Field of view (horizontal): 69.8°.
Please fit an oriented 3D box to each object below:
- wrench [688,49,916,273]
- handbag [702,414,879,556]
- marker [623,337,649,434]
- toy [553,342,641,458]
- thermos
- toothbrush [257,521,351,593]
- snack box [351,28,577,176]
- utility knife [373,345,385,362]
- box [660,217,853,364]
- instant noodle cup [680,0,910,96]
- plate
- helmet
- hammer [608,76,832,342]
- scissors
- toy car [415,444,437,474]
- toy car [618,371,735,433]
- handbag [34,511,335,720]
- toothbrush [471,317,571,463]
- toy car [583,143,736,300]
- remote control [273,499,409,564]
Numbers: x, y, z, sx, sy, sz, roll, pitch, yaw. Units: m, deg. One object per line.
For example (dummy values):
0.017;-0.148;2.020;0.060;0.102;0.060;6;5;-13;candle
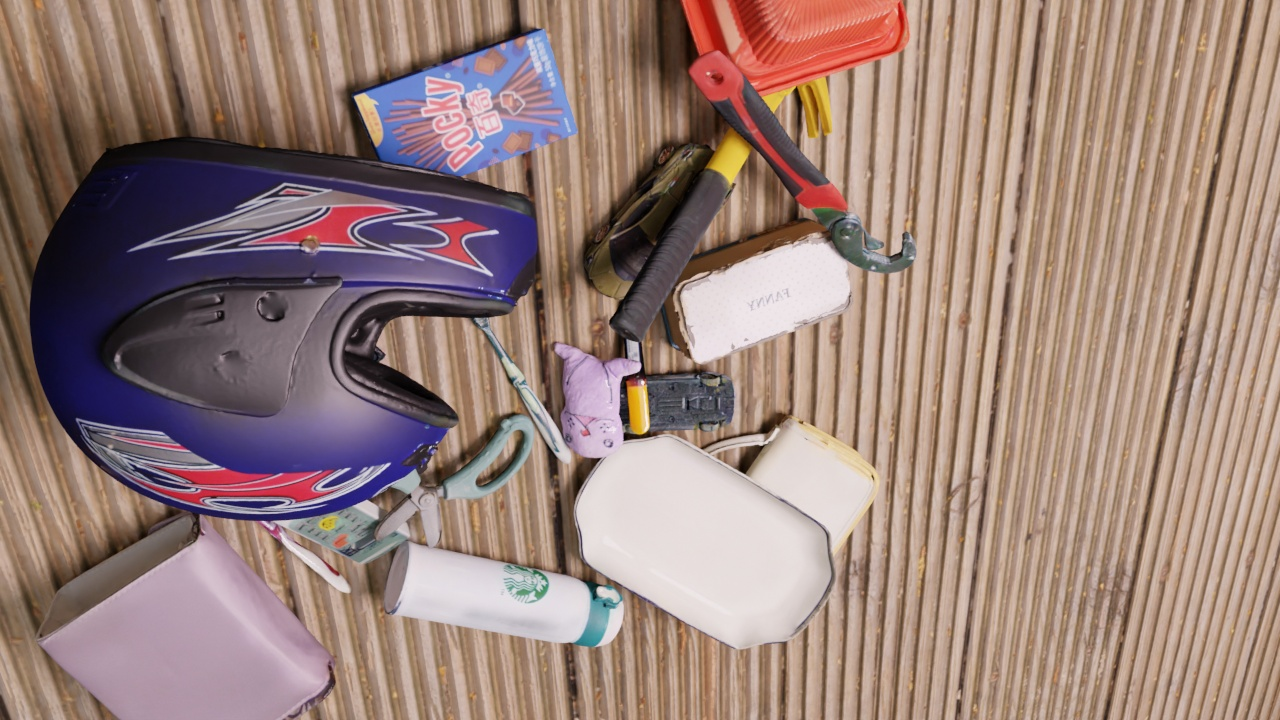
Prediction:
0.135;-0.152;0.751;0.056;0.016;0.273;-29;128;36;wrench
0.128;0.132;0.933;0.178;0.063;0.163;32;98;-12;handbag
-0.005;0.005;0.833;0.018;0.015;0.124;-5;92;7;marker
-0.041;0.040;0.834;0.084;0.038;0.108;11;111;19;toy
-0.123;0.225;0.871;0.224;0.073;0.073;18;104;-25;thermos
-0.317;0.145;0.803;0.017;0.016;0.187;-43;118;-10;toothbrush
-0.136;-0.194;0.722;0.157;0.026;0.084;-23;117;-9;snack box
-0.311;0.018;0.753;0.203;0.015;0.033;-16;112;-12;utility knife
0.099;-0.062;0.838;0.184;0.061;0.090;-17;114;-10;box
0.121;-0.303;0.710;0.188;0.079;0.164;-22;95;-12;instant noodle cup
0.062;0.174;0.894;0.265;0.034;0.162;31;103;-7;plate
-0.234;-0.011;0.632;0.315;0.247;0.240;4;92;-12;helmet
0.063;-0.148;0.759;0.128;0.033;0.300;36;78;-26;hammer
-0.177;0.077;0.791;0.170;0.019;0.178;-39;130;-17;scissors
-0.251;0.071;0.779;0.155;0.041;0.071;1;111;-26;toy car
0.031;0.039;0.867;0.120;0.036;0.054;-3;107;-7;toy car
-0.372;0.239;0.775;0.145;0.098;0.197;-31;116;-3;handbag
-0.107;0.022;0.823;0.016;0.018;0.192;-31;117;-6;toothbrush
0.016;-0.118;0.798;0.070;0.042;0.158;36;99;-27;toy car
-0.259;0.136;0.783;0.056;0.019;0.135;-30;142;7;remote control
